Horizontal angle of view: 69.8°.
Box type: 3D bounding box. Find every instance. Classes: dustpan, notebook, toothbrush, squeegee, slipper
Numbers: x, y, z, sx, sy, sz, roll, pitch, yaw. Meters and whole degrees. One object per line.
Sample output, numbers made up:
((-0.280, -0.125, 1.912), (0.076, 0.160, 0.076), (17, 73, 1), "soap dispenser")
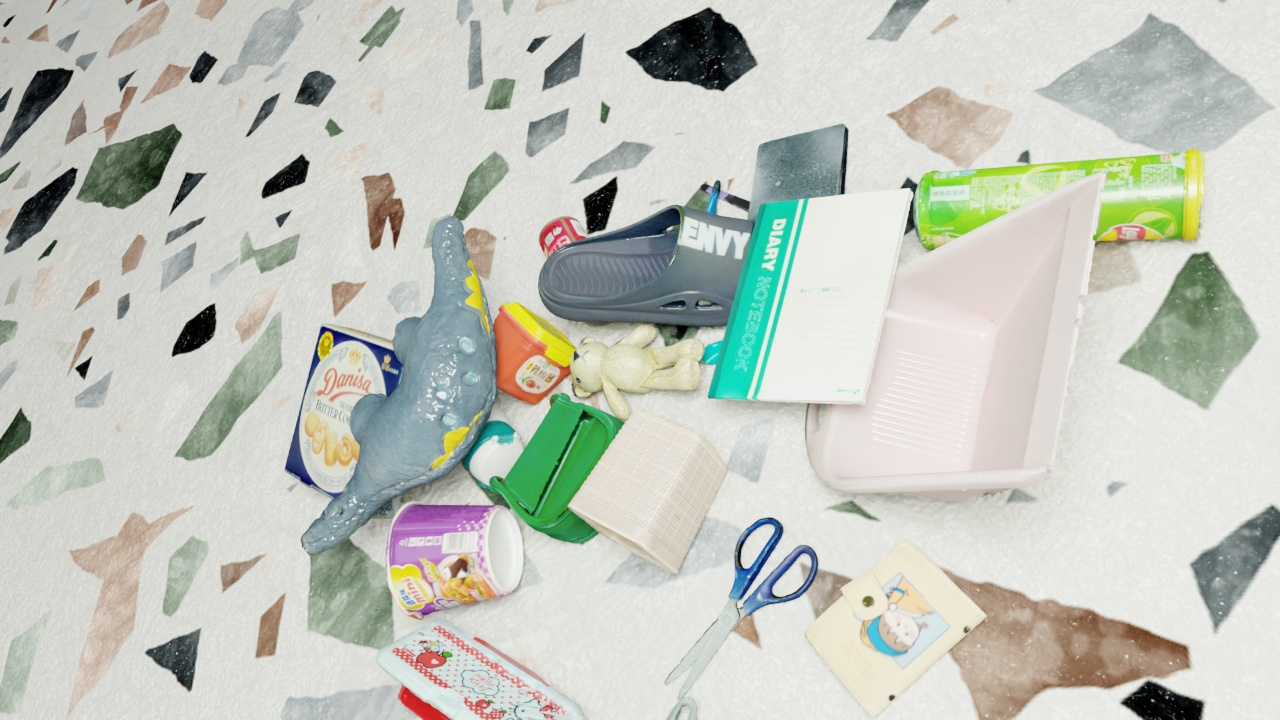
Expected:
((0.213, 0.001, 0.695), (0.139, 0.274, 0.222), (16, 68, 9), "dustpan")
((0.148, -0.058, 0.809), (0.151, 0.012, 0.208), (0, 63, 37), "notebook")
((0.126, -0.154, 0.948), (0.014, 0.017, 0.189), (-48, 50, -10), "toothbrush")
((-0.015, 0.379, 0.713), (0.247, 0.039, 0.246), (22, 70, 18), "squeegee")
((0.059, -0.108, 0.958), (0.016, 0.014, 0.189), (-6, 62, 46), "toothbrush")
((0.024, -0.094, 0.898), (0.268, 0.083, 0.110), (-3, 62, 8), "slipper")

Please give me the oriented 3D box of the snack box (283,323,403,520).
((-0.312, 0.062, 1.009), (0.178, 0.045, 0.182), (15, 91, 42), "snack box")

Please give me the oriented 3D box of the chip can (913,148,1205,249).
((0.346, -0.133, 0.776), (0.222, 0.072, 0.072), (2, 65, 30), "chip can")

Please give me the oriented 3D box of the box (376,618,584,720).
((-0.145, 0.294, 0.800), (0.202, 0.091, 0.094), (18, 72, 36), "box")

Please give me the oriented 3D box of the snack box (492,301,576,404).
((-0.122, -0.006, 0.959), (0.080, 0.091, 0.082), (-50, 52, 5), "snack box")

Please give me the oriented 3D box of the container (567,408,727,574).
((0.012, 0.114, 0.817), (0.090, 0.090, 0.110), (21, 72, 36), "container")

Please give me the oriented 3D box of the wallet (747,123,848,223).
((0.162, -0.192, 0.940), (0.097, 0.019, 0.120), (-7, 51, 25), "wallet")

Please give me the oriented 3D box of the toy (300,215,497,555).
((-0.212, 0.038, 0.888), (0.138, 0.091, 0.356), (24, 86, 14), "toy")

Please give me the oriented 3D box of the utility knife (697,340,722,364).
((0.122, -0.021, 0.877), (0.161, 0.013, 0.029), (-14, 55, 25), "utility knife")

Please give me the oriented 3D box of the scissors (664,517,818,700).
((0.073, 0.205, 0.778), (0.173, 0.012, 0.128), (-28, 55, 14), "scissors")

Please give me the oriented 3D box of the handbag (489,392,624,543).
((-0.072, 0.101, 0.883), (0.120, 0.068, 0.131), (28, 79, 38), "handbag")

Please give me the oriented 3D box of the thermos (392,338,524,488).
((-0.197, 0.047, 0.987), (0.073, 0.073, 0.224), (-44, 52, 1), "thermos")

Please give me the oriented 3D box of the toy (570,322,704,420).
((-0.005, 0.005, 0.899), (0.158, 0.066, 0.105), (-2, 69, 37), "toy")

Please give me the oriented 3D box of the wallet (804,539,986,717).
((0.192, 0.202, 0.707), (0.115, 0.024, 0.087), (-43, 56, 3), "wallet")

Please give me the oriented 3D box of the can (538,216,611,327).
((-0.065, -0.097, 0.999), (0.053, 0.053, 0.132), (-36, 52, 7), "can")

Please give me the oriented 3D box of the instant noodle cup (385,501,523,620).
((-0.171, 0.185, 0.874), (0.099, 0.111, 0.111), (-9, 59, 14), "instant noodle cup")
